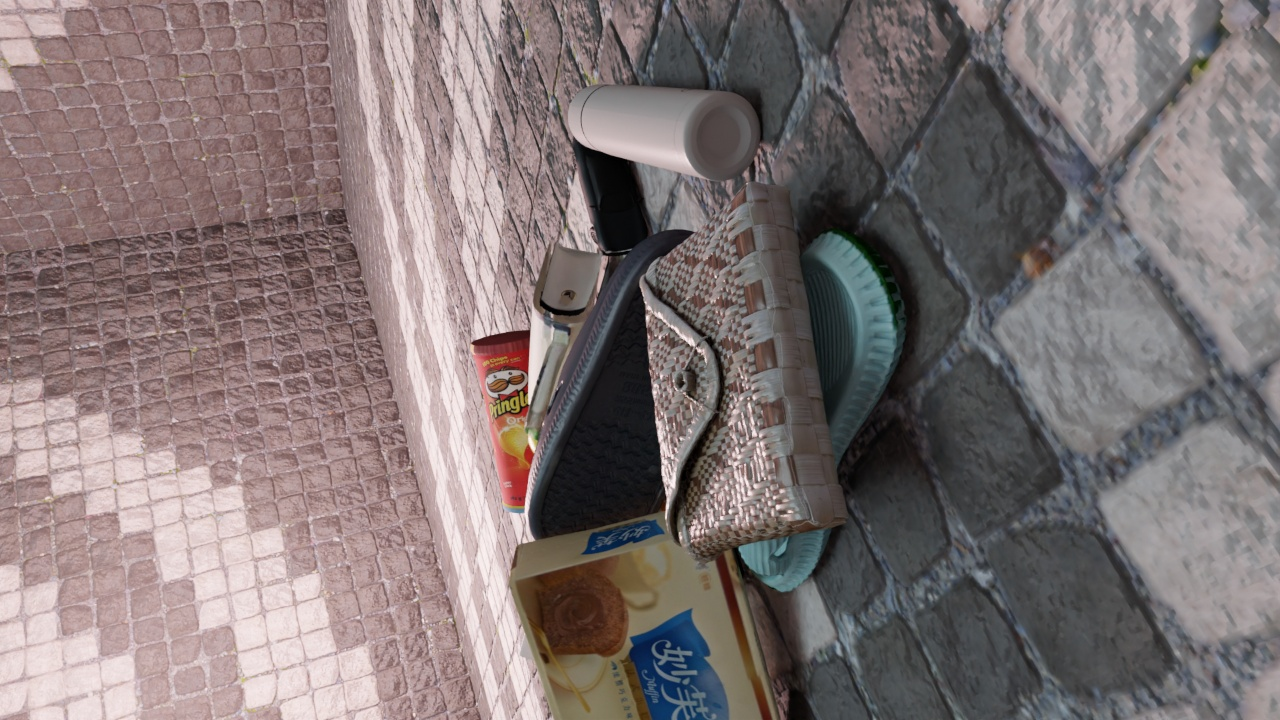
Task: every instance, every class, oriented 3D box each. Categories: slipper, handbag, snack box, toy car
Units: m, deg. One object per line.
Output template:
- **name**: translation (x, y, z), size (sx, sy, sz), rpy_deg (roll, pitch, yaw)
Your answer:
- **slipper**: translation (0.079, 0.043, 0.546), size (0.277, 0.069, 0.116), rpy_deg (101, 153, -46)
- **handbag**: translation (-0.067, 0.000, 0.830), size (0.152, 0.074, 0.175), rpy_deg (101, 180, -48)
- **slipper**: translation (-0.022, 0.022, 0.664), size (0.083, 0.110, 0.269), rpy_deg (47, 123, 50)
- **handbag**: translation (0.045, 0.010, 0.498), size (0.124, 0.047, 0.185), rpy_deg (-32, 60, 55)
- **snack box**: translation (0.010, 0.216, 0.652), size (0.055, 0.153, 0.207), rpy_deg (-86, -20, -75)
- **toy car**: translation (-0.026, -0.139, 0.747), size (0.034, 0.046, 0.112), rpy_deg (126, 131, -69)

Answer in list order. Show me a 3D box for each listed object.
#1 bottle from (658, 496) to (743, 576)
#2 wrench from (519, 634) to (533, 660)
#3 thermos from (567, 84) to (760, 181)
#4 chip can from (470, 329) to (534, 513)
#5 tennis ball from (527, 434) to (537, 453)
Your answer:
- **bottle**: translation (0.023, 0.096, 0.731), size (0.059, 0.059, 0.181), rpy_deg (115, 138, -59)
- **wrench**: translation (-0.061, 0.134, 0.831), size (0.066, 0.018, 0.272), rpy_deg (110, 177, -65)
- **thermos**: translation (0.005, -0.164, 0.640), size (0.224, 0.052, 0.052), rpy_deg (-144, 45, -61)
- **chip can**: translation (-0.149, 0.074, 1.137), size (0.087, 0.087, 0.213), rpy_deg (-159, 58, -66)
- **tennis ball**: translation (-0.093, 0.083, 1.021), size (0.065, 0.065, 0.065), rpy_deg (168, 90, -70)
